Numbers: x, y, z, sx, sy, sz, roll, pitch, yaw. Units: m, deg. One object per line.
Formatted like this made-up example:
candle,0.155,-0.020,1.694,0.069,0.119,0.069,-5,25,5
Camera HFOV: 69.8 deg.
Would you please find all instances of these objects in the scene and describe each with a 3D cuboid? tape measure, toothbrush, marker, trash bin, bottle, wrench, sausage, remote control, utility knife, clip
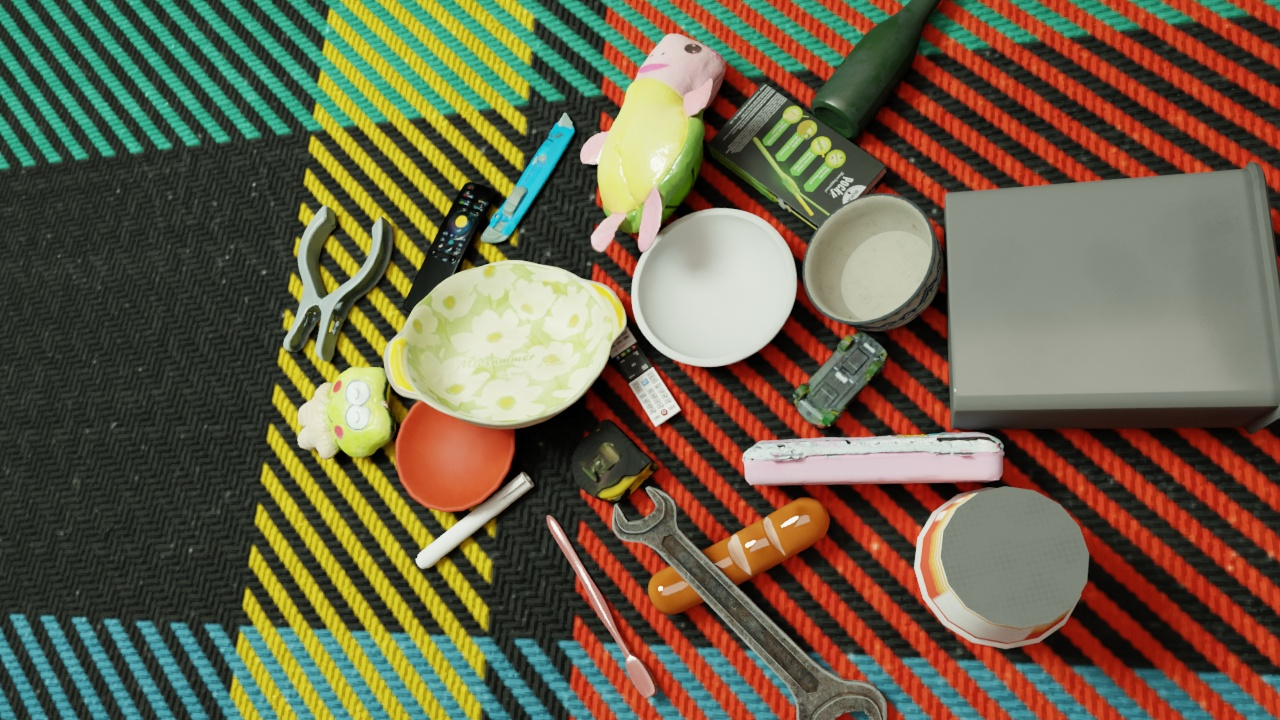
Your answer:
tape measure,-0.030,0.093,0.821,0.062,0.038,0.067,-46,68,0
toothbrush,-0.037,0.212,0.805,0.015,0.015,0.184,-37,65,4
marker,-0.155,0.150,0.852,0.133,0.020,0.017,-38,72,3
trash bin,0.356,-0.042,0.715,0.220,0.097,0.191,-2,74,17
bottle,0.228,-0.286,0.844,0.055,0.055,0.174,36,86,22
wrench,0.083,0.206,0.735,0.273,0.010,0.070,44,95,8
sausage,0.082,0.164,0.764,0.164,0.044,0.039,-29,64,7
remote control,-0.193,-0.112,0.937,0.041,0.020,0.151,20,80,21
utility knife,-0.112,-0.185,0.937,0.031,0.015,0.158,29,83,17
clip,-0.296,-0.079,0.954,0.143,0.029,0.171,3,76,19
remote control,-0.005,0.005,0.852,0.028,0.012,0.124,-35,68,5

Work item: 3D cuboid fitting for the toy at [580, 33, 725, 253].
toy,0.014,-0.202,0.860,0.191,0.087,0.237,-16,52,52

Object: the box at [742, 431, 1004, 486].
box,0.184,0.078,0.738,0.202,0.086,0.044,-3,83,16

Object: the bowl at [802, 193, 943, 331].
bowl,0.203,-0.077,0.779,0.116,0.059,0.115,-14,66,34

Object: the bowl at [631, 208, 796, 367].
bowl,0.069,-0.061,0.832,0.150,0.043,0.149,-5,73,16

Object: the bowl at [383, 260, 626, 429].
bowl,-0.119,-0.004,0.841,0.219,0.060,0.188,-17,53,-13

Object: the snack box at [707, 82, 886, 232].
snack box,0.144,-0.186,0.855,0.147,0.025,0.080,42,89,22

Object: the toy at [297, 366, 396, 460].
toy,-0.293,0.055,0.907,0.115,0.046,0.092,-17,74,20

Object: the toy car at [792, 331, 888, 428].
toy car,0.171,0.018,0.784,0.042,0.036,0.091,42,89,22

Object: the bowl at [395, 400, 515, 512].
bowl,-0.169,0.084,0.866,0.122,0.035,0.122,-4,74,15

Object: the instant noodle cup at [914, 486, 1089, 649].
instant noodle cup,0.267,0.147,0.673,0.123,0.121,0.123,-4,74,15
